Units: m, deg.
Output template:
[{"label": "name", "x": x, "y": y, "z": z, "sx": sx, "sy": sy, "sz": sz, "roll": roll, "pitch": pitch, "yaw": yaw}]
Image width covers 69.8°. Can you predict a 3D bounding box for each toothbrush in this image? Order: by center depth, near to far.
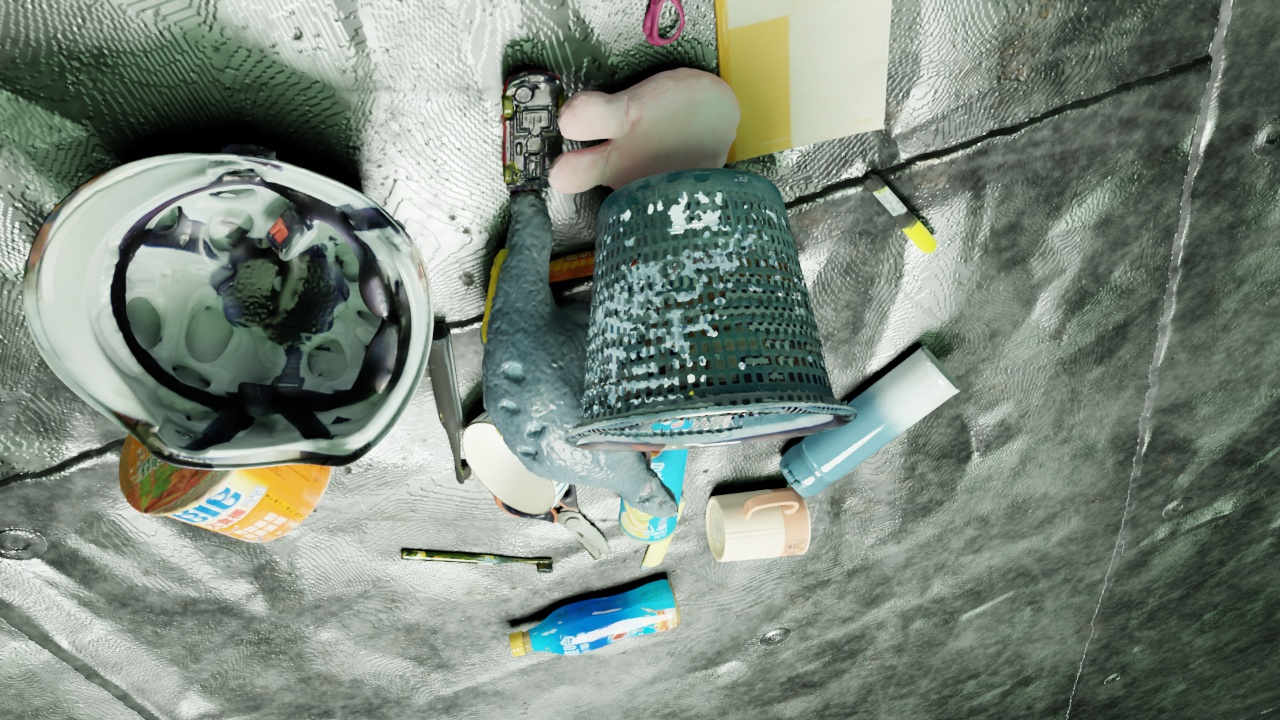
[{"label": "toothbrush", "x": -0.186, "y": 0.051, "z": 0.900, "sx": 0.027, "sy": 0.026, "sz": 0.213, "roll": -41, "pitch": 147, "yaw": -34}, {"label": "toothbrush", "x": -0.188, "y": 0.236, "z": 1.076, "sx": 0.185, "sy": 0.017, "sz": 0.012, "roll": 10, "pitch": 134, "yaw": -26}]

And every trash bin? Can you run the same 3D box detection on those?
[{"label": "trash bin", "x": 0.047, "y": -0.037, "z": 0.731, "sx": 0.226, "sy": 0.195, "sz": 0.227, "roll": -4, "pitch": 169, "yaw": -1}]

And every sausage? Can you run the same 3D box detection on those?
[{"label": "sausage", "x": -0.024, "y": -0.092, "z": 0.823, "sx": 0.165, "sy": 0.021, "sz": 0.021, "roll": -12, "pitch": 134, "yaw": -8}]

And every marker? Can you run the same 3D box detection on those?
[{"label": "marker", "x": 0.248, "y": -0.141, "z": 0.876, "sx": 0.018, "sy": 0.015, "sz": 0.124, "roll": -41, "pitch": 128, "yaw": 18}]

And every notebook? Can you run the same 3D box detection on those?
[{"label": "notebook", "x": 0.130, "y": -0.261, "z": 0.725, "sx": 0.146, "sy": 0.010, "sz": 0.207, "roll": -14, "pitch": 134, "yaw": -5}]

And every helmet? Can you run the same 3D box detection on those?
[{"label": "helmet", "x": -0.287, "y": -0.045, "z": 0.681, "sx": 0.258, "sy": 0.146, "sz": 0.229, "roll": 9, "pitch": 102, "yaw": -16}]

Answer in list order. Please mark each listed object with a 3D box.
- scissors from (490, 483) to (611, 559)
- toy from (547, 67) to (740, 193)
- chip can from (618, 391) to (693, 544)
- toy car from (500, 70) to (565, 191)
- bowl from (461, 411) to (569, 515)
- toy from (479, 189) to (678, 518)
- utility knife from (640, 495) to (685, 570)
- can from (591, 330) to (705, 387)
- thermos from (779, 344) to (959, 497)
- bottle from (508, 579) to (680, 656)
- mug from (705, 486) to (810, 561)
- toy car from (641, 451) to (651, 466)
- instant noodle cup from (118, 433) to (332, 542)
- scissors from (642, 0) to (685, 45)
[{"label": "scissors", "x": -0.099, "y": 0.181, "z": 1.057, "sx": 0.193, "sy": 0.015, "sz": 0.207, "roll": 0, "pitch": 131, "yaw": -20}, {"label": "toy", "x": 0.004, "y": -0.174, "z": 0.726, "sx": 0.159, "sy": 0.054, "sz": 0.122, "roll": -6, "pitch": 135, "yaw": -28}, {"label": "chip can", "x": 0.017, "y": 0.107, "z": 0.986, "sx": 0.071, "sy": 0.071, "sz": 0.211, "roll": -6, "pitch": 133, "yaw": -13}, {"label": "toy car", "x": -0.084, "y": -0.179, "z": 0.713, "sx": 0.049, "sy": 0.031, "sz": 0.106, "roll": -8, "pitch": 142, "yaw": -14}, {"label": "bowl", "x": -0.114, "y": 0.089, "z": 0.916, "sx": 0.066, "sy": 0.116, "sz": 0.117, "roll": -46, "pitch": 151, "yaw": -40}, {"label": "toy", "x": -0.065, "y": 0.032, "z": 0.817, "sx": 0.137, "sy": 0.091, "sz": 0.356, "roll": -37, "pitch": 118, "yaw": -18}, {"label": "utility knife", "x": 0.027, "y": 0.214, "z": 1.128, "sx": 0.031, "sy": 0.018, "sz": 0.163, "roll": 3, "pitch": 129, "yaw": -15}, {"label": "can", "x": -0.005, "y": 0.005, "z": 0.894, "sx": 0.146, "sy": 0.058, "sz": 0.058, "roll": -10, "pitch": 134, "yaw": -10}, {"label": "thermos", "x": 0.254, "y": 0.074, "z": 1.044, "sx": 0.221, "sy": 0.070, "sz": 0.070, "roll": -41, "pitch": 131, "yaw": 21}, {"label": "bottle", "x": -0.060, "y": 0.338, "z": 1.182, "sx": 0.218, "sy": 0.065, "sz": 0.065, "roll": -13, "pitch": 134, "yaw": -6}, {"label": "mug", "x": 0.143, "y": 0.189, "z": 1.093, "sx": 0.105, "sy": 0.081, "sz": 0.115, "roll": -4, "pitch": 148, "yaw": -13}, {"label": "toy car", "x": -0.043, "y": 0.082, "z": 0.935, "sx": 0.122, "sy": 0.037, "sz": 0.056, "roll": 20, "pitch": 132, "yaw": 21}, {"label": "instant noodle cup", "x": -0.349, "y": 0.084, "z": 0.797, "sx": 0.151, "sy": 0.151, "sz": 0.111, "roll": -28, "pitch": 143, "yaw": 8}, {"label": "scissors", "x": 0.011, "y": -0.283, "z": 0.657, "sx": 0.133, "sy": 0.017, "sz": 0.136, "roll": -17, "pitch": 136, "yaw": 3}]
